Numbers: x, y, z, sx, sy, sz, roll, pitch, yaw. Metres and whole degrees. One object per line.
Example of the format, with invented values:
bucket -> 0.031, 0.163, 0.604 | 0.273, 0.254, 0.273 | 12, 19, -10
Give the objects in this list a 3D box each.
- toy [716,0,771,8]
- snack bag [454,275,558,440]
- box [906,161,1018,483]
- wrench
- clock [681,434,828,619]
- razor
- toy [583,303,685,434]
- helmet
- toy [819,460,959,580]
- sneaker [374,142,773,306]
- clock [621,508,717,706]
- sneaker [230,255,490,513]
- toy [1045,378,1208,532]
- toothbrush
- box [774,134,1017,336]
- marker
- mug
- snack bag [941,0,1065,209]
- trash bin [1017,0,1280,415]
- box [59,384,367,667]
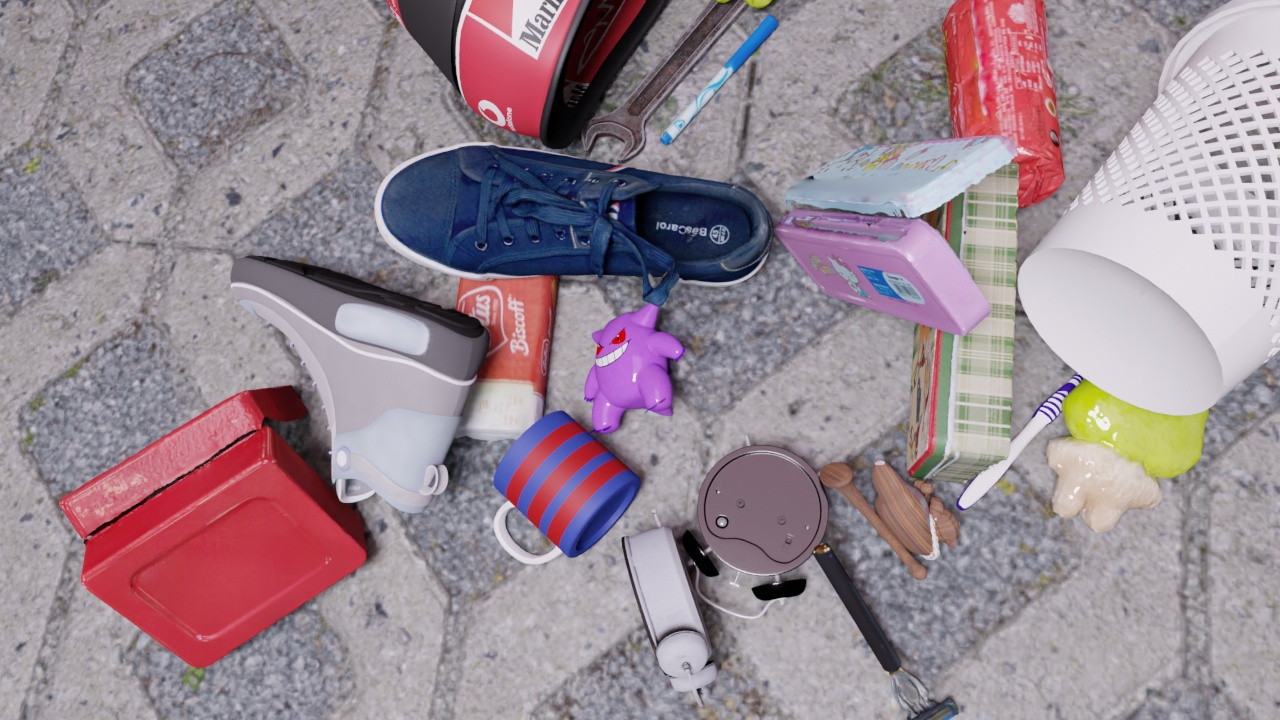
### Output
toy -> 0.084, -0.343, 0.766 | 0.094, 0.036, 0.093 | 17, 85, 13
snack bag -> -0.106, -0.049, 0.724 | 0.077, 0.041, 0.225 | 3, 73, 8
box -> 0.215, -0.023, 0.623 | 0.050, 0.118, 0.205 | 7, 77, 7
wrench -> 0.049, -0.272, 0.776 | 0.070, 0.010, 0.273 | 38, 84, 17
clock -> 0.080, 0.118, 0.642 | 0.091, 0.042, 0.120 | 20, 79, 15
razor -> 0.156, 0.183, 0.608 | 0.043, 0.022, 0.144 | -32, 91, -2
toy -> -0.004, 0.004, 0.683 | 0.106, 0.055, 0.088 | -26, 70, 38
helmet -> -0.099, -0.326, 0.716 | 0.224, 0.198, 0.270 | 30, 77, 7
toy -> 0.173, 0.099, 0.617 | 0.055, 0.041, 0.102 | -42, 101, -4
sneaker -> -0.048, -0.099, 0.647 | 0.294, 0.127, 0.120 | 5, 89, 0
clock -> 0.021, 0.167, 0.608 | 0.035, 0.095, 0.122 | -19, 55, 0
sneaker -> -0.232, 0.016, 0.697 | 0.257, 0.093, 0.160 | 16, 94, 32
toy -> 0.321, 0.060, 0.617 | 0.092, 0.043, 0.117 | 28, 88, 5
toothbrush -> 0.286, 0.036, 0.644 | 0.015, 0.016, 0.186 | 43, 85, 17
box -> 0.168, -0.092, 0.596 | 0.093, 0.214, 0.089 | -43, 106, -1
marker -> 0.065, -0.232, 0.760 | 0.013, 0.013, 0.141 | 39, 84, 17
mug -> -0.062, 0.103, 0.662 | 0.076, 0.074, 0.112 | 40, 110, 18
snack bag -> 0.266, -0.196, 0.679 | 0.082, 0.082, 0.176 | -2, 73, 9
trash bin -> 0.354, -0.082, 0.562 | 0.199, 0.195, 0.195 | -42, 72, -9
box -> -0.303, 0.122, 0.675 | 0.157, 0.152, 0.165 | -32, 88, -1
